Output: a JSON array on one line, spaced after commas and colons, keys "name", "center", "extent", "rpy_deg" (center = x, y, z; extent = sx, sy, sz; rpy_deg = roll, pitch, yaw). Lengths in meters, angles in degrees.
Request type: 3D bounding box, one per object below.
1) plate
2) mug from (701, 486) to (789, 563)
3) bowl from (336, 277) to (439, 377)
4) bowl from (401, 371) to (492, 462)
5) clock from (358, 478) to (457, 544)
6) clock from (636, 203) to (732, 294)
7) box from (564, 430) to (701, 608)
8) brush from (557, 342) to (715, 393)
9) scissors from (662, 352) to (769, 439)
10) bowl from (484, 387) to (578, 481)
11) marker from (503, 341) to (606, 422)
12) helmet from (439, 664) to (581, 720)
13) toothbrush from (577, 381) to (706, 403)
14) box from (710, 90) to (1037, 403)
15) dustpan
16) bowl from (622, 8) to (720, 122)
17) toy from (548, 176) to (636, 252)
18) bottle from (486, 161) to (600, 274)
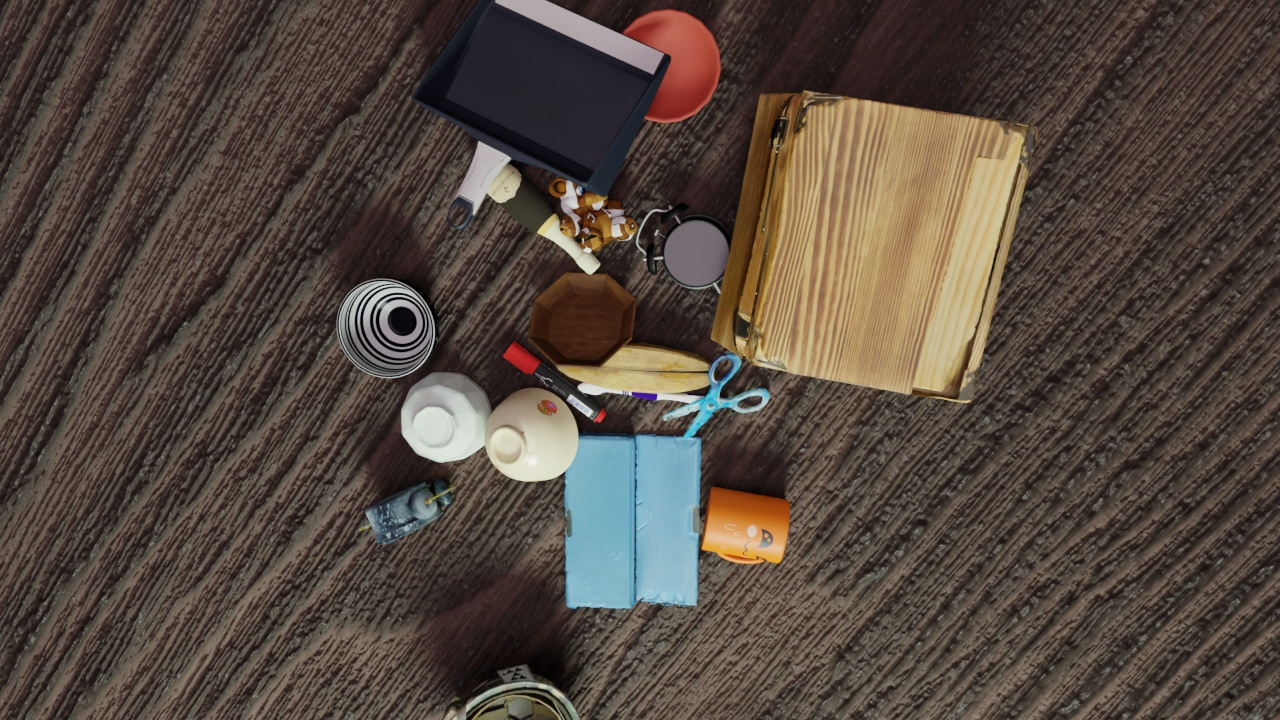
[{"name": "plate", "center": [-0.067, -0.045, 1.091], "extent": [0.131, 0.025, 0.131], "rpy_deg": [-3, 66, 6]}, {"name": "mug", "center": [0.126, 0.214, 1.135], "extent": [0.096, 0.077, 0.113], "rpy_deg": [10, 133, 3]}, {"name": "bowl", "center": [-0.300, -0.044, 1.119], "extent": [0.120, 0.066, 0.120], "rpy_deg": [1, 101, 5]}, {"name": "bowl", "center": [-0.248, 0.076, 1.142], "extent": [0.117, 0.061, 0.117], "rpy_deg": [1, 102, 6]}, {"name": "clock", "center": [-0.286, 0.187, 1.154], "extent": [0.129, 0.090, 0.052], "rpy_deg": [-23, 93, 13]}, {"name": "clock", "center": [0.055, -0.132, 1.080], "extent": [0.121, 0.042, 0.091], "rpy_deg": [27, 103, -1]}, {"name": "box", "center": [-0.010, 0.204, 1.162], "extent": [0.174, 0.033, 0.231], "rpy_deg": [0, 101, 4]}, {"name": "brush", "center": [-0.007, 0.007, 1.114], "extent": [0.195, 0.043, 0.059], "rpy_deg": [5, 103, 3]}, {"name": "scissors", "center": [0.087, 0.041, 1.100], "extent": [0.137, 0.012, 0.127], "rpy_deg": [-16, 129, -1]}, {"name": "bowl", "center": [-0.144, 0.097, 1.113], "extent": [0.118, 0.073, 0.118], "rpy_deg": [3, 99, 22]}, {"name": "marker", "center": [-0.105, 0.029, 1.138], "extent": [0.145, 0.021, 0.023], "rpy_deg": [37, 80, -3]}, {"name": "helmet", "center": [-0.161, 0.489, 1.125], "extent": [0.192, 0.235, 0.225], "rpy_deg": [26, 113, -6]}, {"name": "toothbrush", "center": [0.015, 0.042, 1.133], "extent": [0.187, 0.016, 0.015], "rpy_deg": [6, 102, 2]}, {"name": "box", "center": [0.223, -0.120, 0.941], "extent": [0.258, 0.220, 0.279], "rpy_deg": [6, 104, -18]}, {"name": "dustpan", "center": [-0.135, -0.267, 1.016], "extent": [0.236, 0.080, 0.273], "rpy_deg": [28, 98, 12]}, {"name": "bowl", "center": [0.030, -0.333, 1.045], "extent": [0.122, 0.035, 0.122], "rpy_deg": [1, 102, 5]}, {"name": "toy", "center": [-0.062, -0.183, 1.068], "extent": [0.087, 0.067, 0.112], "rpy_deg": [-24, 98, -28]}, {"name": "bottle", "center": [-0.120, -0.171, 1.087], "extent": [0.184, 0.045, 0.045], "rpy_deg": [43, 102, -4]}]
